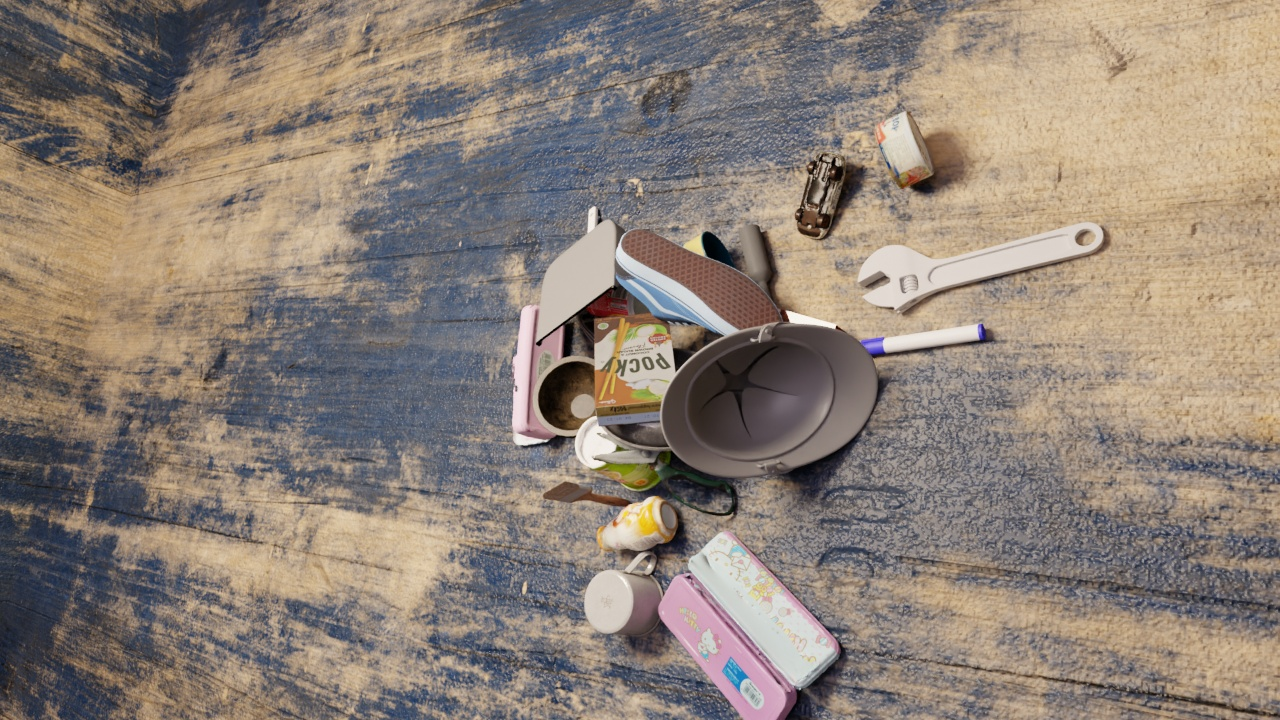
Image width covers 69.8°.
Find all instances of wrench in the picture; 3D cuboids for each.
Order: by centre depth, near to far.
[{"bbox_3d":[0.388,-0.119,1.069,0.274,0.018,0.086,-15,65,31],"label":"wrench"}]

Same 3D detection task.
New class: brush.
[{"bbox_3d":[-0.062,0.181,1.217,0.045,0.143,0.008,-33,55,33],"label":"brush"}]

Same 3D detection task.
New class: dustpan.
[{"bbox_3d":[-0.083,-0.150,1.368,0.164,0.033,0.257,-34,39,32],"label":"dustpan"}]

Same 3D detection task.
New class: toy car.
[{"bbox_3d":[0.238,-0.215,1.202,0.048,0.040,0.113,26,108,39],"label":"toy car"}]

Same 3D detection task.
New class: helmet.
[{"bbox_3d":[0.138,0.034,1.105,0.118,0.271,0.183,-140,43,-68],"label":"helmet"}]

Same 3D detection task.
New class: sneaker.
[{"bbox_3d":[0.072,-0.078,1.195,0.241,0.098,0.083,32,58,10],"label":"sneaker"}]

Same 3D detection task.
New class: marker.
[{"bbox_3d":[0.329,-0.024,1.076,0.142,0.020,0.020,-9,69,34],"label":"marker"}]

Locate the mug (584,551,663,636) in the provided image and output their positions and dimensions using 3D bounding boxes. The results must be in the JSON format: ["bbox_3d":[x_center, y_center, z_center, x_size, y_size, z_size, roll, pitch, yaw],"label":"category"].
[{"bbox_3d":[-0.017,0.300,1.191,0.084,0.070,0.113,16,86,39],"label":"mug"}]

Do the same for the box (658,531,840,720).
[{"bbox_3d":[0.122,0.320,1.099,0.150,0.049,0.214,-52,52,6],"label":"box"}]

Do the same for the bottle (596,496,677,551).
[{"bbox_3d":[-0.006,0.222,1.215,0.109,0.063,0.063,-25,61,29],"label":"bottle"}]

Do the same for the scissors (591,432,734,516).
[{"bbox_3d":[0.036,0.143,1.170,0.209,0.015,0.146,-5,80,-7],"label":"scissors"}]

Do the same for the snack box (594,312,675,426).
[{"bbox_3d":[-0.007,0.007,1.184,0.101,0.032,0.185,-6,38,1],"label":"snack box"}]

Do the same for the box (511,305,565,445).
[{"bbox_3d":[-0.173,0.025,1.400,0.103,0.086,0.201,-16,65,45],"label":"box"}]

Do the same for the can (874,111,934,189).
[{"bbox_3d":[0.322,-0.257,1.120,0.043,0.086,0.086,-22,62,28],"label":"can"}]

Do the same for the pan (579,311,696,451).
[{"bbox_3d":[-0.005,0.006,1.259,0.187,0.055,0.357,-22,40,-18],"label":"pan"}]

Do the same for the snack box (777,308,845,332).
[{"bbox_3d":[0.188,-0.035,1.178,0.141,0.031,0.051,20,87,39],"label":"snack box"}]

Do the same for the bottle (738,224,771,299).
[{"bbox_3d":[0.158,-0.128,1.233,0.030,0.030,0.112,-25,61,28],"label":"bottle"}]

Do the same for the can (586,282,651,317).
[{"bbox_3d":[-0.033,-0.092,1.341,0.105,0.064,0.064,13,82,39],"label":"can"}]

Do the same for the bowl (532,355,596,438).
[{"bbox_3d":[-0.090,0.059,1.331,0.121,0.056,0.121,-5,69,13],"label":"bowl"}]

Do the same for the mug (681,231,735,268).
[{"bbox_3d":[0.070,-0.103,1.257,0.107,0.083,0.113,-27,64,27],"label":"mug"}]

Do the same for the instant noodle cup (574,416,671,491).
[{"bbox_3d":[-0.028,0.120,1.237,0.099,0.108,0.098,-12,68,34],"label":"instant noodle cup"}]
